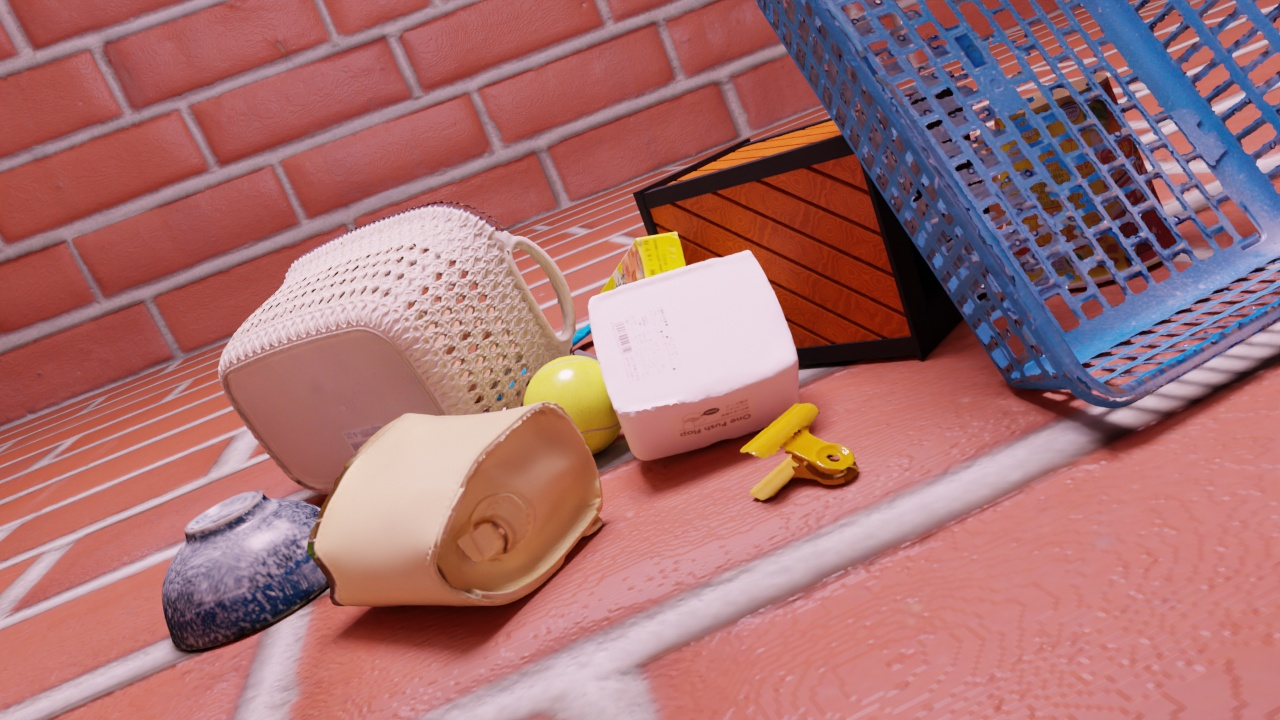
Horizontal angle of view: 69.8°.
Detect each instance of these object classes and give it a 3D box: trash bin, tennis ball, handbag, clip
[{"bbox_3d":[0.122,-0.086,0.623,0.172,0.140,0.139,-6,21,45],"label":"trash bin"},{"bbox_3d":[-0.042,0.029,0.583,0.065,0.065,0.065,-20,15,5],"label":"tennis ball"},{"bbox_3d":[-0.098,0.078,0.472,0.119,0.081,0.110,-7,27,37],"label":"handbag"},{"bbox_3d":[0.079,0.048,0.444,0.054,0.046,0.048,-32,-17,-40],"label":"clip"}]

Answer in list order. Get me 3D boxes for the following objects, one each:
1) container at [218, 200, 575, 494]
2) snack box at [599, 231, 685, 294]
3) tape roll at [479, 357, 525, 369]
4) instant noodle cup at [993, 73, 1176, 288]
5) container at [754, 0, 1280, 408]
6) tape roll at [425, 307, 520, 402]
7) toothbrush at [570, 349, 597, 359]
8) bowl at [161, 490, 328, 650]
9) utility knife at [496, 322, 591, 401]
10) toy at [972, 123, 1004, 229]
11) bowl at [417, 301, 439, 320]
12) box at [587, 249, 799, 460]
[{"bbox_3d":[-0.184,0.002,0.681,0.252,0.185,0.142,-13,28,32],"label":"container"},{"bbox_3d":[-0.002,-0.045,0.636,0.029,0.040,0.148,-11,-9,-15],"label":"snack box"},{"bbox_3d":[-0.141,0.008,0.893,0.094,0.018,0.093,-20,15,5],"label":"tape roll"},{"bbox_3d":[0.269,-0.112,0.572,0.100,0.112,0.100,-19,15,5],"label":"instant noodle cup"},{"bbox_3d":[0.204,-0.167,0.475,0.256,0.362,0.089,-25,-15,-15],"label":"container"},{"bbox_3d":[-0.157,-0.007,0.839,0.094,0.027,0.093,0,53,0],"label":"tape roll"},{"bbox_3d":[-0.036,0.001,0.785,0.012,0.013,0.167,-25,14,-15],"label":"toothbrush"},{"bbox_3d":[-0.239,0.115,0.557,0.114,0.061,0.114,-19,14,5],"label":"bowl"},{"bbox_3d":[-0.092,0.004,0.837,0.031,0.015,0.174,-31,8,45],"label":"utility knife"},{"bbox_3d":[0.260,-0.128,0.694,0.108,0.106,0.134,-32,19,-1],"label":"toy"},{"bbox_3d":[-0.238,0.007,0.900,0.145,0.063,0.145,-35,2,1],"label":"bowl"},{"bbox_3d":[0.033,0.007,0.548,0.107,0.095,0.102,-15,51,-2],"label":"box"}]
